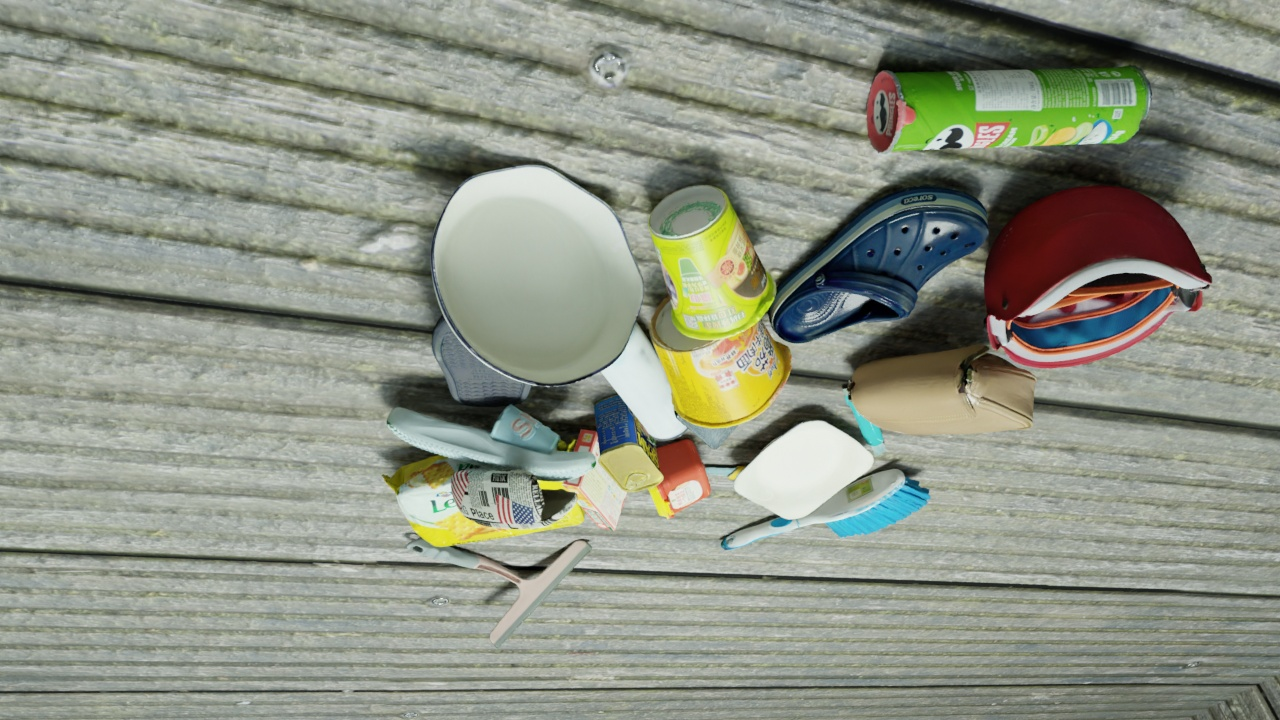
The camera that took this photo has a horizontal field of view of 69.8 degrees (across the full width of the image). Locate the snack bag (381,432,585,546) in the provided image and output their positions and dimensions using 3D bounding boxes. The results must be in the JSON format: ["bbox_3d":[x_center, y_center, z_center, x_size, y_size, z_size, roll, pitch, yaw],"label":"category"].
[{"bbox_3d":[-0.193,0.169,1.197,0.246,0.068,0.158,-10,141,1],"label":"snack bag"}]

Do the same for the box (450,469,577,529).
[{"bbox_3d":[-0.152,0.153,1.060,0.163,0.075,0.086,-4,123,45],"label":"box"}]

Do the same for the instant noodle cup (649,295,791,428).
[{"bbox_3d":[0.079,-0.014,0.988,0.138,0.137,0.110,-19,131,12],"label":"instant noodle cup"}]

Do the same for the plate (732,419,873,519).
[{"bbox_3d":[0.220,0.144,1.261,0.163,0.034,0.165,32,116,-35],"label":"plate"}]

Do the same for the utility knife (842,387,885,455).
[{"bbox_3d":[0.304,0.083,1.234,0.029,0.013,0.183,-18,139,15],"label":"utility knife"}]

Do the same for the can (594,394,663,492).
[{"bbox_3d":[-0.016,0.102,1.139,0.057,0.083,0.102,-20,140,13],"label":"can"}]

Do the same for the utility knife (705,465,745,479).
[{"bbox_3d":[0.175,0.164,1.305,0.201,0.015,0.033,5,136,-16],"label":"utility knife"}]

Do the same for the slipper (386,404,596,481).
[{"bbox_3d":[-0.170,0.087,1.069,0.245,0.074,0.104,15,165,-3],"label":"slipper"}]

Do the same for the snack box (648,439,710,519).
[{"bbox_3d":[0.047,0.156,1.223,0.080,0.082,0.091,-21,141,-2],"label":"snack box"}]

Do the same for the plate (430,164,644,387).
[{"bbox_3d":[-0.096,-0.074,0.836,0.204,0.204,0.046,15,161,-27],"label":"plate"}]

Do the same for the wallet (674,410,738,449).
[{"bbox_3d":[0.101,0.041,1.098,0.121,0.019,0.097,-50,133,-3],"label":"wallet"}]

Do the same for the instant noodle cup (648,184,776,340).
[{"bbox_3d":[0.064,-0.101,0.899,0.112,0.111,0.123,-18,133,10],"label":"instant noodle cup"}]

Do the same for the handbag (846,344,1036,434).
[{"bbox_3d":[0.357,0.036,1.095,0.147,0.099,0.205,20,161,-38],"label":"handbag"}]

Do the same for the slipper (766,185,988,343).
[{"bbox_3d":[0.241,-0.086,0.959,0.253,0.095,0.105,-33,138,31],"label":"slipper"}]

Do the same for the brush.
[{"bbox_3d":[0.275,0.240,1.395,0.315,0.060,0.109,-33,130,30],"label":"brush"}]

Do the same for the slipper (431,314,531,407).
[{"bbox_3d":[-0.161,-0.024,0.972,0.110,0.083,0.269,1,158,-9],"label":"slipper"}]

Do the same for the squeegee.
[{"bbox_3d":[-0.244,0.309,1.380,0.249,0.040,0.248,31,111,-32],"label":"squeegee"}]

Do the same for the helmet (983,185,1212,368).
[{"bbox_3d":[0.457,-0.093,0.957,0.207,0.143,0.240,-12,158,13],"label":"helmet"}]

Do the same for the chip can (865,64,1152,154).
[{"bbox_3d":[0.327,-0.225,0.821,0.236,0.072,0.072,-4,140,-7],"label":"chip can"}]

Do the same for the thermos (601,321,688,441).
[{"bbox_3d":[-0.006,0.006,1.041,0.073,0.073,0.224,-21,139,13],"label":"thermos"}]

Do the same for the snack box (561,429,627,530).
[{"bbox_3d":[-0.054,0.157,1.188,0.027,0.076,0.156,8,153,21],"label":"snack box"}]
